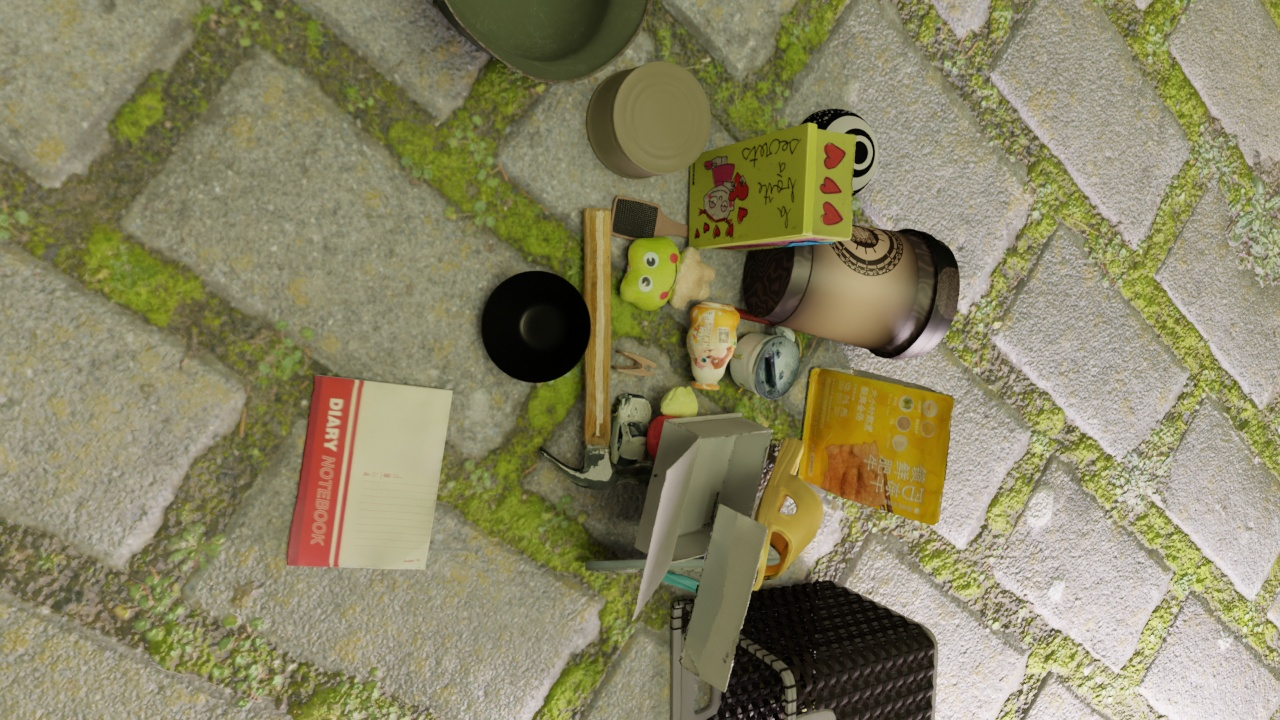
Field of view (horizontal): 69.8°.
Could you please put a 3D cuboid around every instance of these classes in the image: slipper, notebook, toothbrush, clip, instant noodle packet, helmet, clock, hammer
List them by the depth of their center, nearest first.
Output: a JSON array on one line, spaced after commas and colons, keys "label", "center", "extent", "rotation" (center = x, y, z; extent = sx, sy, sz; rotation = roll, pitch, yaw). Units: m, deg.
[{"label": "helmet", "center": [-0.134, -0.410, 0.925], "extent": [0.226, 0.154, 0.268], "rotation": [-45, 118, -15]}, {"label": "notebook", "center": [-0.295, 0.127, 1.007], "extent": [0.153, 0.012, 0.209], "rotation": [8, 94, -26]}, {"label": "hammer", "center": [-0.053, -0.012, 1.082], "extent": [0.132, 0.033, 0.330], "rotation": [0, 93, -6]}, {"label": "clip", "center": [-0.009, 0.013, 1.123], "extent": [0.061, 0.025, 0.045], "rotation": [24, 87, -30]}, {"label": "slipper", "center": [0.182, 0.192, 1.133], "extent": [0.078, 0.262, 0.100], "rotation": [20, 124, 7]}, {"label": "slipper", "center": [0.059, 0.274, 1.157], "extent": [0.268, 0.098, 0.054], "rotation": [5, 78, -18]}, {"label": "instant noodle packet", "center": [0.311, 0.105, 1.182], "extent": [0.084, 0.222, 0.163], "rotation": [3, 97, -30]}, {"label": "clock", "center": [0.170, 0.001, 1.185], "extent": [0.117, 0.057, 0.083], "rotation": [-22, 115, -33]}, {"label": "toothbrush", "center": [0.191, -0.051, 1.215], "extent": [0.189, 0.016, 0.016], "rotation": [11, 88, -27]}]

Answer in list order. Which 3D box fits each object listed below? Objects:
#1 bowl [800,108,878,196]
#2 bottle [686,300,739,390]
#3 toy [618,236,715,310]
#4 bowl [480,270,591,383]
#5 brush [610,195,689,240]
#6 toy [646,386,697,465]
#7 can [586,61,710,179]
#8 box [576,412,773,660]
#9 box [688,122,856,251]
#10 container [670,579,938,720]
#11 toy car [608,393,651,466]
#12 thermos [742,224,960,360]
[{"label": "bowl", "center": [0.263, -0.267, 1.189], "extent": [0.120, 0.066, 0.120], "rotation": [-4, 99, -25]}, {"label": "bottle", "center": [0.087, -0.018, 1.143], "extent": [0.063, 0.063, 0.109], "rotation": [6, 95, -27]}, {"label": "toy", "center": [0.035, -0.102, 1.111], "extent": [0.117, 0.043, 0.092], "rotation": [10, 97, -18]}, {"label": "bowl", "center": [-0.113, -0.038, 1.038], "extent": [0.124, 0.052, 0.124], "rotation": [0, 92, 6]}, {"label": "brush", "center": [0.027, -0.165, 1.118], "extent": [0.135, 0.015, 0.050], "rotation": [8, 93, -27]}, {"label": "toy", "center": [0.040, 0.096, 1.134], "extent": [0.091, 0.045, 0.135], "rotation": [15, 86, -59]}, {"label": "can", "center": [0.010, -0.276, 1.061], "extent": [0.127, 0.073, 0.128], "rotation": [-4, 99, -25]}, {"label": "box", "center": [0.029, 0.163, 1.013], "extent": [0.417, 0.108, 0.166], "rotation": [-10, 115, -62]}, {"label": "box", "center": [0.145, -0.191, 1.053], "extent": [0.079, 0.221, 0.124], "rotation": [1, 94, -28]}, {"label": "container", "center": [0.206, 0.434, 1.171], "extent": [0.243, 0.246, 0.247], "rotation": [-5, 100, -29]}, {"label": "toy car", "center": [-0.013, 0.094, 1.129], "extent": [0.048, 0.033, 0.105], "rotation": [7, 94, -25]}, {"label": "thermos", "center": [0.260, -0.098, 1.164], "extent": [0.226, 0.173, 0.173], "rotation": [9, 94, -21]}]
